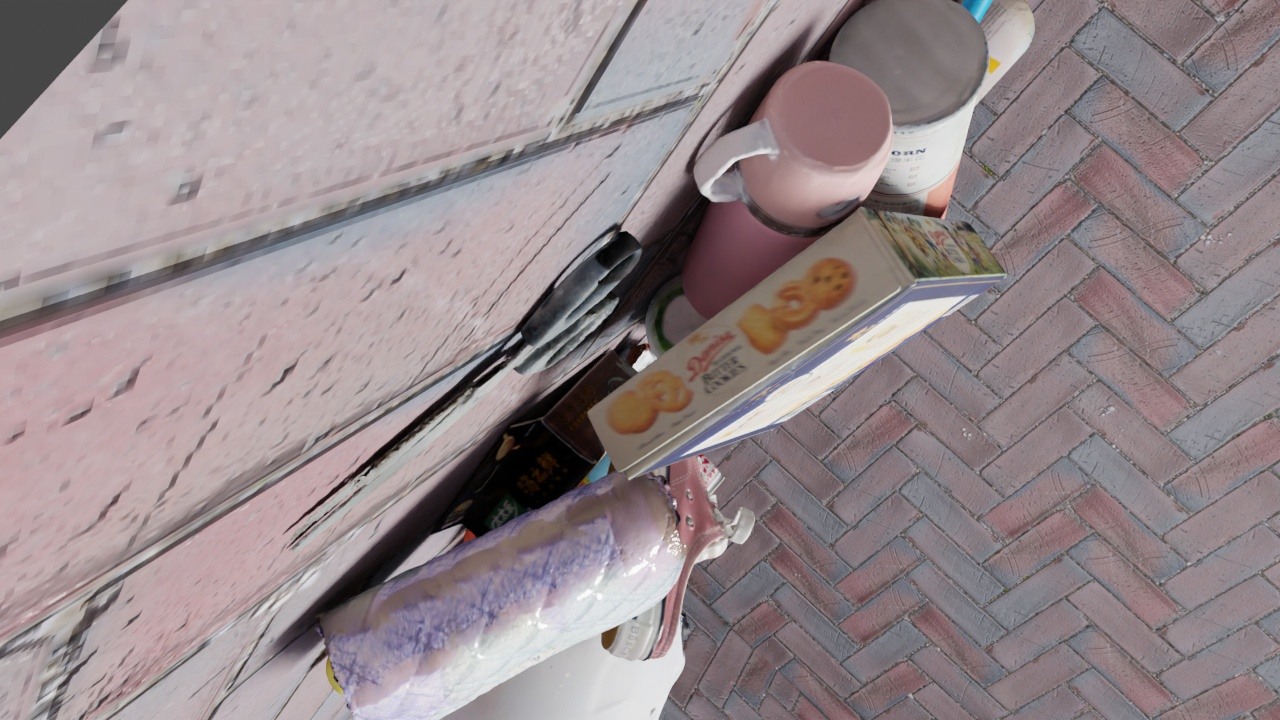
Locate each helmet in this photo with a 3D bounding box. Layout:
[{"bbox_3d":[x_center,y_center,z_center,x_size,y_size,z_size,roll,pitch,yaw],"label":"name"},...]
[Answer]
[{"bbox_3d":[-0.072,0.206,0.807,0.258,0.229,0.146,-62,153,-68],"label":"helmet"}]

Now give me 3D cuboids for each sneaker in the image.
[{"bbox_3d":[0.024,0.111,0.682,0.240,0.088,0.119,-87,-163,-44],"label":"sneaker"}]

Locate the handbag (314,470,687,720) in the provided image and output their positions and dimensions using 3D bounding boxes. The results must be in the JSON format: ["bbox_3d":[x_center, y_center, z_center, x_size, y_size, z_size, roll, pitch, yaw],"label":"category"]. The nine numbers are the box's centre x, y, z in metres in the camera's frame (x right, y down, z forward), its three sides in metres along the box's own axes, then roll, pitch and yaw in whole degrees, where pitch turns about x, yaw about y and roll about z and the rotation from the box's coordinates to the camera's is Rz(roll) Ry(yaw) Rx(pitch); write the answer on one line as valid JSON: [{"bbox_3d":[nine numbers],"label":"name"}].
[{"bbox_3d":[-0.071,0.136,0.515,0.193,0.075,0.134,-26,159,-17],"label":"handbag"}]

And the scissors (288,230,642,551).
[{"bbox_3d":[-0.060,0.006,0.351,0.151,0.014,0.170,-48,172,24],"label":"scissors"}]

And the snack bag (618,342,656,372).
[{"bbox_3d":[-0.004,0.004,0.676,0.048,0.026,0.104,-51,175,8],"label":"snack bag"}]

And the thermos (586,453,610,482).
[{"bbox_3d":[-0.017,0.067,0.851,0.070,0.070,0.221,-41,173,-49],"label":"thermos"}]

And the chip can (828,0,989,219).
[{"bbox_3d":[0.143,-0.109,0.518,0.071,0.071,0.215,-47,161,-3],"label":"chip can"}]

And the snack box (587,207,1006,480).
[{"bbox_3d":[0.091,-0.010,0.499,0.178,0.045,0.182,-37,164,30],"label":"snack box"}]

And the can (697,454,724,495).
[{"bbox_3d":[0.020,0.091,0.924,0.053,0.133,0.053,-47,175,-6],"label":"can"}]

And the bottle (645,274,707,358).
[{"bbox_3d":[0.047,-0.023,0.668,0.068,0.068,0.197,-48,175,5],"label":"bottle"}]

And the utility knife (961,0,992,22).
[{"bbox_3d":[0.198,-0.211,0.542,0.034,0.018,0.205,-44,162,-56],"label":"utility knife"}]

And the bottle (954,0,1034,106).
[{"bbox_3d":[0.226,-0.210,0.720,0.189,0.068,0.068,-47,175,-4],"label":"bottle"}]

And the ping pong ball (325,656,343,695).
[{"bbox_3d":[-0.183,0.198,0.595,0.040,0.040,0.040,-47,175,-6],"label":"ping pong ball"}]

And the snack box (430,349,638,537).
[{"bbox_3d":[-0.059,0.063,0.587,0.113,0.053,0.125,-51,179,34],"label":"snack box"}]

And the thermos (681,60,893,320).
[{"bbox_3d":[0.058,-0.071,0.464,0.087,0.067,0.199,-17,169,-9],"label":"thermos"}]

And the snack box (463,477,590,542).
[{"bbox_3d":[-0.080,0.124,0.687,0.079,0.082,0.091,-29,161,-44],"label":"snack box"}]
